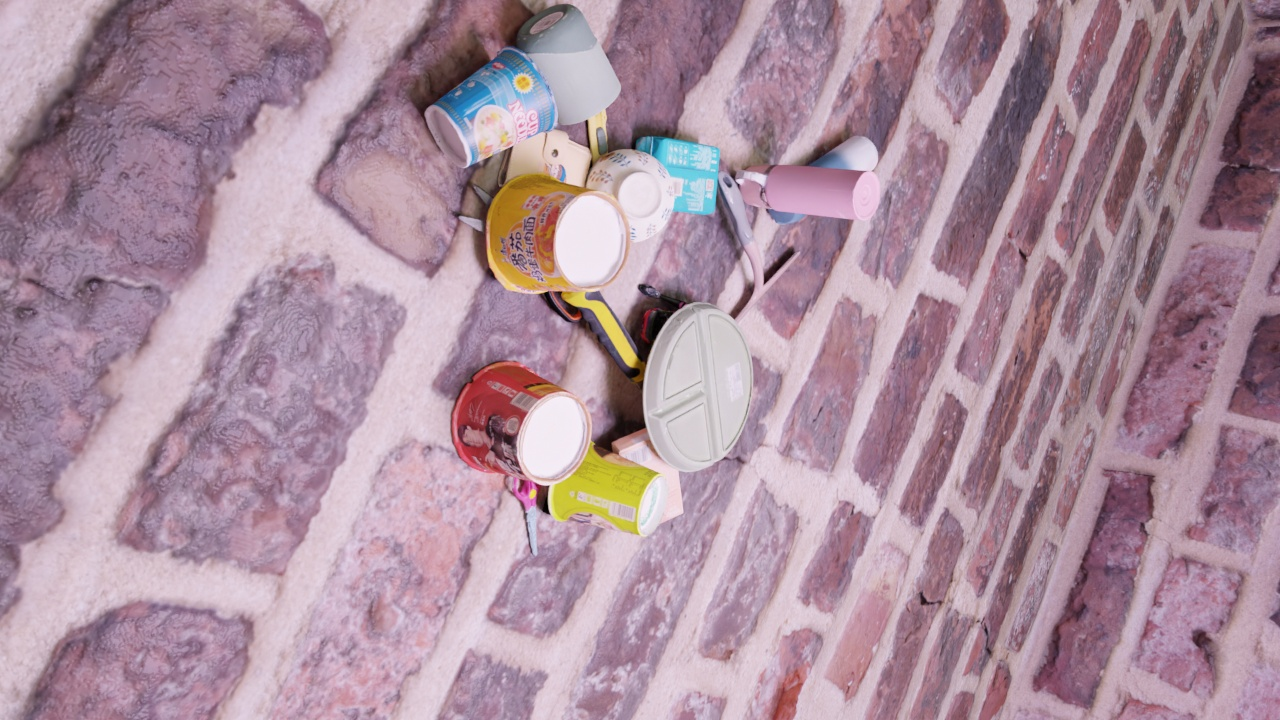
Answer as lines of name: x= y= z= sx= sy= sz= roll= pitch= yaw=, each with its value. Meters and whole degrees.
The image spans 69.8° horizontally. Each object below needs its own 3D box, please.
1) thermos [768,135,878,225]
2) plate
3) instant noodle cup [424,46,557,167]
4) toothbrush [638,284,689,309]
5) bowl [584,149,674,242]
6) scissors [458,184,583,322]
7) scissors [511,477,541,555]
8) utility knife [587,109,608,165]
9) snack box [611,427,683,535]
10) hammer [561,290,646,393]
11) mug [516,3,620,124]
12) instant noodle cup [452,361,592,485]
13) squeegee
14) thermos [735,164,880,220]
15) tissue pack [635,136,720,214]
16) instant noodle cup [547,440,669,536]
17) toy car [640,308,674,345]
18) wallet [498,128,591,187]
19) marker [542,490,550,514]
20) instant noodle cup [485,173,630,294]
thermos: x=0.278 y=-0.276 z=1.408 sx=0.219 sy=0.070 sz=0.070 roll=-36 pitch=124 yaw=-32
plate: x=0.084 y=0.037 z=1.230 sx=0.229 sy=0.028 sz=0.230 roll=-9 pitch=102 yaw=-49
instant noodle cup: x=-0.159 y=-0.257 z=0.955 sx=0.109 sy=0.099 sz=0.099 roll=-39 pitch=126 yaw=-22
toothbrush: x=0.071 y=-0.070 z=1.267 sx=0.189 sy=0.018 sz=0.014 roll=21 pitch=94 yaw=-37
bowl: x=-0.009 y=-0.197 z=1.100 sx=0.113 sy=0.062 sz=0.113 roll=-3 pitch=100 yaw=-15
scissors: x=-0.115 y=-0.141 z=1.080 sx=0.189 sy=0.022 sz=0.229 roll=-47 pitch=127 yaw=-31
scissors: x=-0.137 y=0.189 z=1.151 sx=0.056 sy=0.017 sz=0.133 roll=-30 pitch=125 yaw=-46
utility knife: x=-0.048 y=-0.245 z=1.124 sx=0.030 sy=0.018 sz=0.166 roll=-21 pitch=120 yaw=-34
snack box: x=0.011 y=0.161 z=1.250 sx=0.084 sy=0.026 sz=0.157 roll=-21 pitch=128 yaw=-19
hammer: x=-0.007 y=0.007 z=1.186 sx=0.126 sy=0.032 sz=0.323 roll=-43 pitch=133 yaw=-11
mug: x=-0.093 y=-0.321 z=1.014 sx=0.112 sy=0.082 sz=0.106 roll=-31 pitch=129 yaw=2
instant noodle cup: x=-0.132 y=0.078 z=1.057 sx=0.137 sy=0.109 sz=0.138 roll=-14 pitch=111 yaw=-42
squeegee: x=0.149 y=-0.163 z=1.302 sx=0.247 sy=0.040 sz=0.250 roll=-47 pitch=137 yaw=-25
thermos: x=0.222 y=-0.238 z=1.262 sx=0.087 sy=0.199 sz=0.067 roll=16 pitch=91 yaw=-48
tissue pack: x=0.050 y=-0.240 z=1.194 sx=0.133 sy=0.050 sz=0.093 roll=-5 pitch=103 yaw=-45
instant noodle cup: x=-0.034 y=0.165 z=1.149 sx=0.111 sy=0.123 sz=0.112 roll=-42 pitch=139 yaw=-51
toy car: x=0.049 y=-0.040 z=1.253 sx=0.120 sy=0.045 sz=0.053 roll=11 pitch=92 yaw=-39
wallet: x=-0.107 y=-0.226 z=1.061 sx=0.115 sy=0.024 sz=0.087 roll=13 pitch=91 yaw=-45
marker: x=-0.100 y=0.132 z=1.169 sx=0.022 sy=0.020 sz=0.132 roll=15 pitch=89 yaw=-32
instant noodle cup: x=-0.085 y=-0.135 z=1.014 sx=0.137 sy=0.110 sz=0.138 roll=-13 pitch=110 yaw=-41
